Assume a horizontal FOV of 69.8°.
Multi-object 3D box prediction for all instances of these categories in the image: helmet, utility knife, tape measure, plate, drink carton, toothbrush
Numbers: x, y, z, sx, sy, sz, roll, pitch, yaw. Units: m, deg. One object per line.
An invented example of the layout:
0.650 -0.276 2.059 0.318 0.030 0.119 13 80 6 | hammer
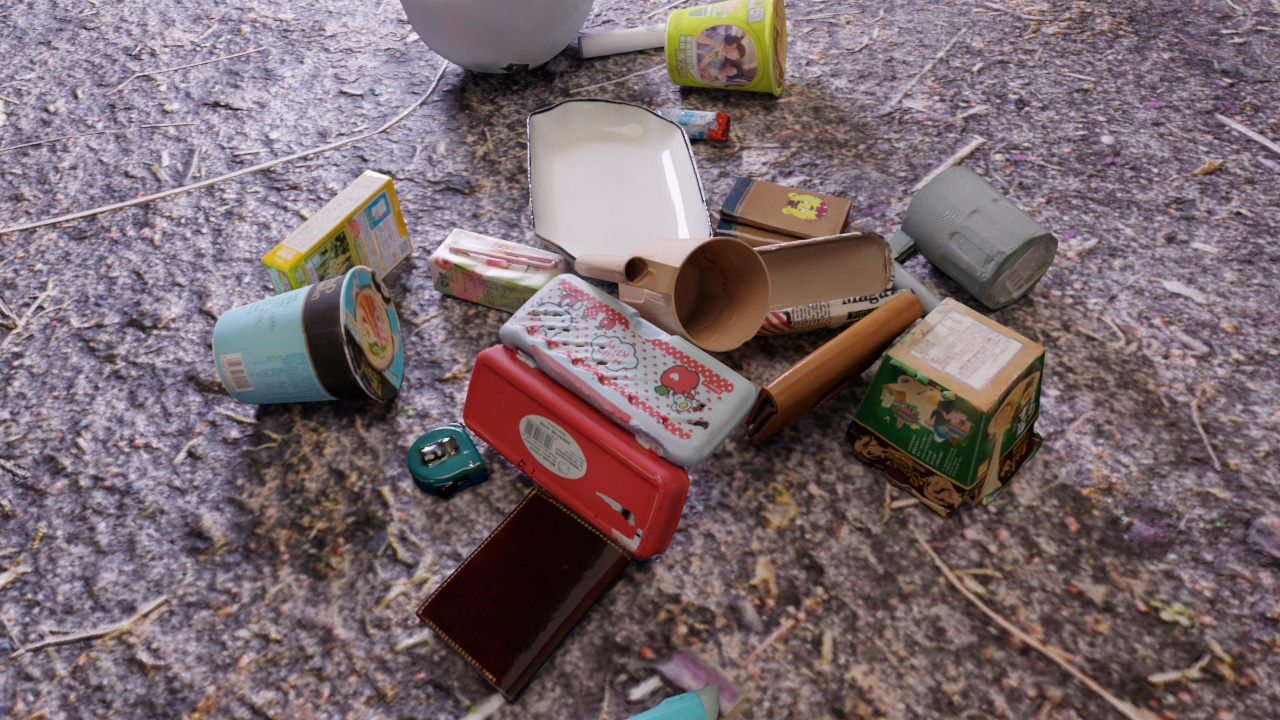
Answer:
-0.158 -0.422 1.071 0.229 0.146 0.257 22 45 21 | helmet
-0.034 0.236 0.547 0.185 0.013 0.029 -17 45 -13 | utility knife
-0.148 0.075 0.696 0.054 0.025 0.058 -25 50 -19 | tape measure
-0.025 -0.160 0.854 0.162 0.034 0.265 1 46 -11 | plate
-0.123 -0.078 0.820 0.122 0.046 0.053 16 50 17 | drink carton
0.034 -0.395 1.112 0.221 0.026 0.026 -10 57 -5 | toothbrush

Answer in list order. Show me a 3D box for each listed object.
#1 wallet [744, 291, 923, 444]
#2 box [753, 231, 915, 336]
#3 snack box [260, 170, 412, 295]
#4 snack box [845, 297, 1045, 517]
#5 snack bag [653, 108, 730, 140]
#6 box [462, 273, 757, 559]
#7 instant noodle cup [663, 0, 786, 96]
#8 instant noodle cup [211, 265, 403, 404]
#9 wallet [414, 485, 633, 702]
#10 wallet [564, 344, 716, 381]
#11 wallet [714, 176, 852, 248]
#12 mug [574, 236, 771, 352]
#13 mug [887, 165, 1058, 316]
0.136 0.009 0.679 0.130 0.119 0.035 -33 72 -13 | wallet
0.143 -0.059 0.762 0.162 0.075 0.086 -8 17 -6 | box
-0.265 -0.094 0.817 0.034 0.087 0.140 19 52 19 | snack box
0.226 0.026 0.659 0.118 0.106 0.117 35 58 29 | snack box
0.047 -0.252 0.980 0.105 0.026 0.045 6 57 11 | snack bag
-0.032 0.032 0.661 0.201 0.069 0.158 32 94 29 | box
0.094 -0.350 1.019 0.123 0.112 0.111 3 48 16 | instant noodle cup
-0.268 -0.012 0.738 0.120 0.111 0.111 -9 47 8 | instant noodle cup
-0.078 0.151 0.616 0.096 0.020 0.122 30 63 30 | wallet
-0.004 0.004 0.756 0.115 0.020 0.101 -32 54 -26 | wallet
0.134 -0.131 0.862 0.115 0.033 0.090 15 49 13 | wallet
0.021 -0.058 0.704 0.124 0.084 0.104 12 2 -26 | mug
0.275 -0.093 0.792 0.124 0.083 0.103 -41 54 4 | mug
